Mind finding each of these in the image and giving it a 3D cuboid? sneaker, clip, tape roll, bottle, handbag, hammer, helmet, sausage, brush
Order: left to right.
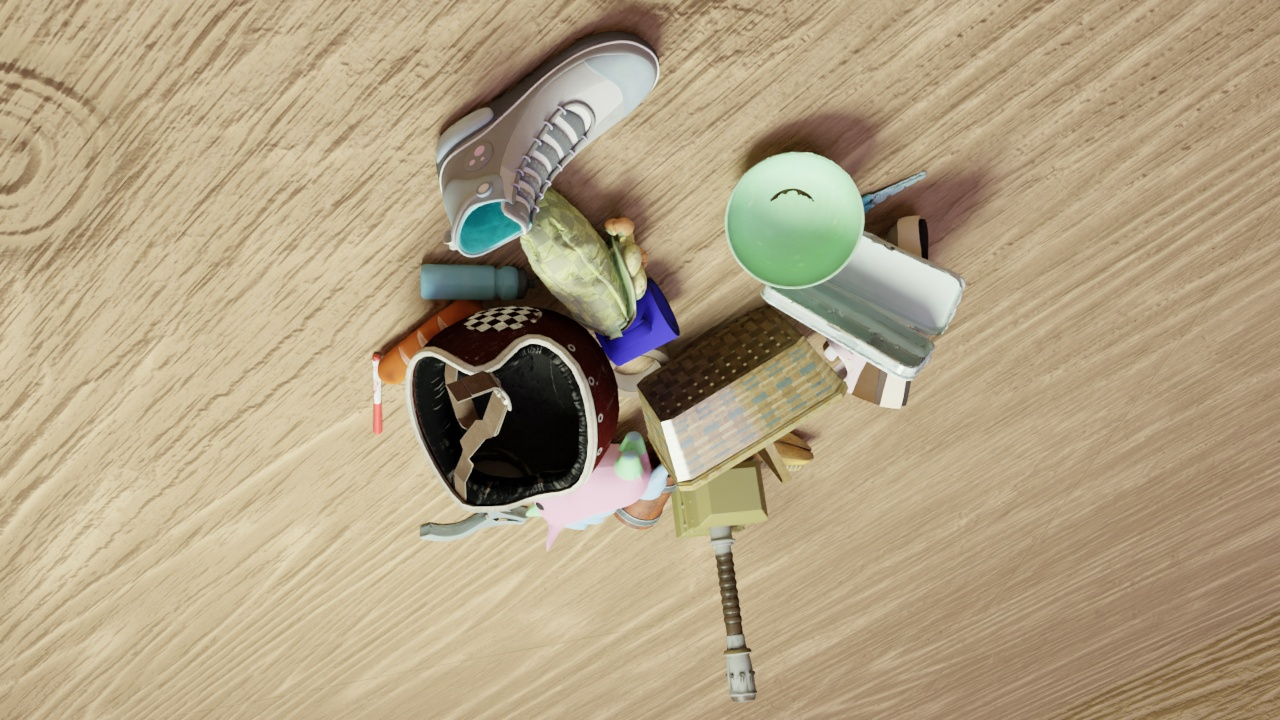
[{"bbox_3d":[-0.253,-0.025,1.104,0.164,0.044,0.039,-34,108,20],"label":"sausage"},{"bbox_3d":[-0.256,0.209,1.358,0.169,0.031,0.165,-11,138,-5],"label":"clip"},{"bbox_3d":[-0.187,-0.090,1.057,0.130,0.040,0.040,0,135,-15],"label":"bottle"},{"bbox_3d":[-0.146,0.048,1.014,0.252,0.234,0.234,-21,127,-36],"label":"helmet"},{"bbox_3d":[-0.086,-0.201,0.882,0.257,0.160,0.093,-28,135,16],"label":"sneaker"},{"bbox_3d":[-0.055,-0.118,1.014,0.117,0.113,0.186,-32,134,6],"label":"handbag"},{"bbox_3d":[-0.007,0.007,1.211,0.093,0.030,0.094,-7,136,-7],"label":"tape roll"},{"bbox_3d":[0.127,0.323,1.332,0.100,0.324,0.191,-4,164,-11],"label":"hammer"},{"bbox_3d":[0.172,0.125,1.360,0.195,0.059,0.043,16,138,-25],"label":"brush"},{"bbox_3d":[0.299,-0.063,1.184,0.116,0.111,0.294,6,137,12],"label":"sneaker"}]

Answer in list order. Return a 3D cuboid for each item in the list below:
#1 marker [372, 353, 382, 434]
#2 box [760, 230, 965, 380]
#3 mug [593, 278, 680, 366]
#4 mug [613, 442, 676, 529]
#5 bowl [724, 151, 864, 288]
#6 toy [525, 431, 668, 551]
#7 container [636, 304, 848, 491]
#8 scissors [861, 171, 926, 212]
[{"bbox_3d":[-0.338,0.044,1.177,0.012,0.012,0.142,0,135,-15],"label":"marker"},{"bbox_3d":[0.249,-0.071,1.066,0.105,0.211,0.130,-41,150,-41],"label":"box"},{"bbox_3d":[-0.008,-0.041,1.105,0.084,0.111,0.079,-27,104,13],"label":"mug"},{"bbox_3d":[-0.005,0.178,1.365,0.117,0.081,0.111,25,124,-5],"label":"mug"},{"bbox_3d":[0.171,-0.160,1.034,0.151,0.077,0.151,2,105,7],"label":"bowl"},{"bbox_3d":[-0.061,0.179,1.300,0.222,0.119,0.171,2,128,7],"label":"toy"},{"bbox_3d":[0.135,0.069,1.194,0.250,0.157,0.186,-31,122,-2],"label":"container"},{"bbox_3d":[0.277,-0.192,1.097,0.136,0.015,0.055,-29,137,7],"label":"scissors"}]
